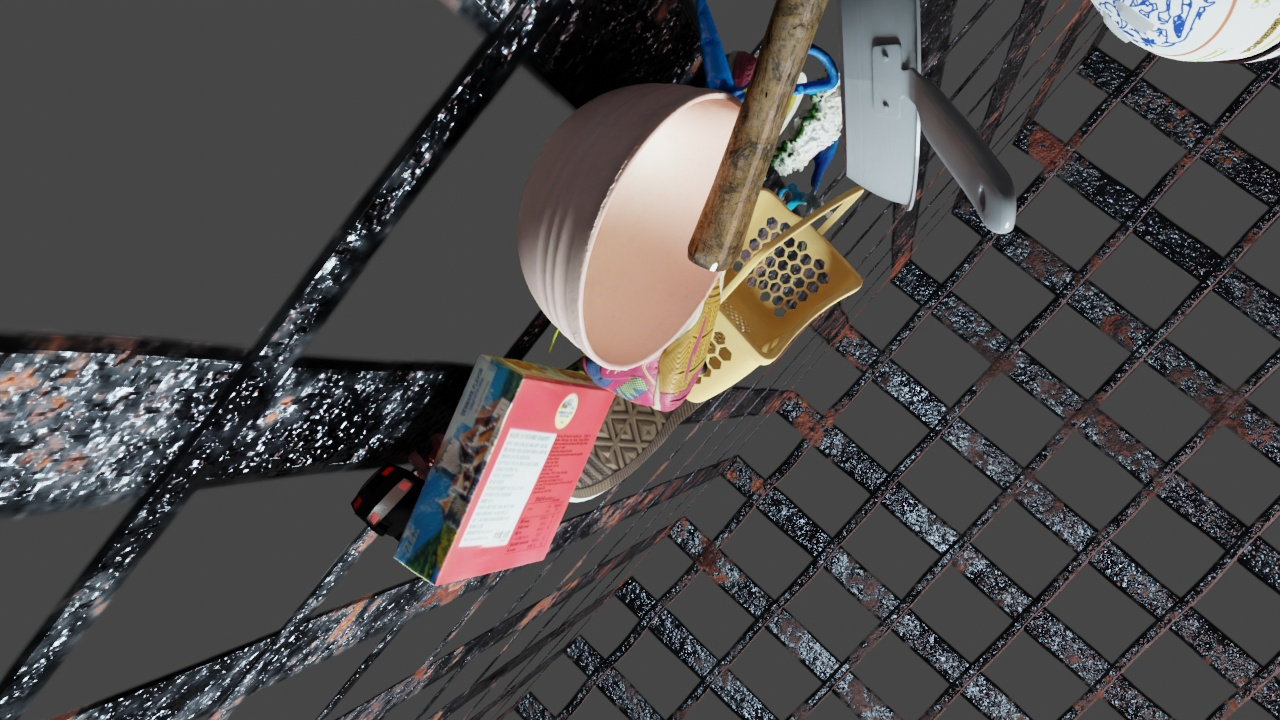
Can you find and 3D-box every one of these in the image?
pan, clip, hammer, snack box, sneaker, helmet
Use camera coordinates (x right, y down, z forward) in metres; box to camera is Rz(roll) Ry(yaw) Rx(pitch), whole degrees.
[{"bbox_3d":[0.128,-0.144,0.459,0.355,0.051,0.201,-75,158,-56],"label":"pan"},{"bbox_3d":[-0.148,0.075,0.634,0.045,0.023,0.060,-27,154,-47],"label":"clip"},{"bbox_3d":[0.084,-0.192,0.397,0.119,0.033,0.331,-30,143,-54],"label":"hammer"},{"bbox_3d":[-0.086,0.073,0.627,0.145,0.040,0.142,-66,157,4],"label":"snack box"},{"bbox_3d":[0.013,-0.083,0.599,0.116,0.091,0.242,-35,143,-63],"label":"sneaker"},{"bbox_3d":[0.551,-0.402,0.868,0.236,0.314,0.231,-34,161,-9],"label":"helmet"},{"bbox_3d":[-0.010,0.042,0.870,0.244,0.091,0.097,-44,180,-29],"label":"sneaker"}]

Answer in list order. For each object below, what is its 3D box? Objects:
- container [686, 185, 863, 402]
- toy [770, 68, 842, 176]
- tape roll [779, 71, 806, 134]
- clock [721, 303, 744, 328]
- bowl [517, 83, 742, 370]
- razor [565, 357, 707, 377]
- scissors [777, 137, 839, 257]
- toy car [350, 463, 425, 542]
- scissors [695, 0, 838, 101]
[{"bbox_3d":[0.093,-0.072,0.742,0.182,0.129,0.167,-34,170,-46],"label":"container"},{"bbox_3d":[0.153,-0.201,0.772,0.096,0.041,0.108,-57,170,30],"label":"toy"},{"bbox_3d":[0.081,-0.171,0.659,0.094,0.019,0.094,-45,167,-13],"label":"tape roll"},{"bbox_3d":[0.066,-0.006,1.010,0.157,0.059,0.117,-45,168,-15],"label":"clock"},{"bbox_3d":[-0.011,-0.077,0.473,0.152,0.076,0.153,-44,150,-33],"label":"bowl"},{"bbox_3d":[-0.004,0.004,0.715,0.144,0.021,0.043,2,-150,44],"label":"razor"},{"bbox_3d":[0.158,-0.159,0.837,0.129,0.014,0.119,-106,-141,-61],"label":"scissors"},{"bbox_3d":[-0.160,0.092,0.605,0.042,0.036,0.092,-48,163,-10],"label":"toy car"},{"bbox_3d":[0.049,-0.139,0.513,0.013,0.125,0.130,-104,-174,-60],"label":"scissors"}]
